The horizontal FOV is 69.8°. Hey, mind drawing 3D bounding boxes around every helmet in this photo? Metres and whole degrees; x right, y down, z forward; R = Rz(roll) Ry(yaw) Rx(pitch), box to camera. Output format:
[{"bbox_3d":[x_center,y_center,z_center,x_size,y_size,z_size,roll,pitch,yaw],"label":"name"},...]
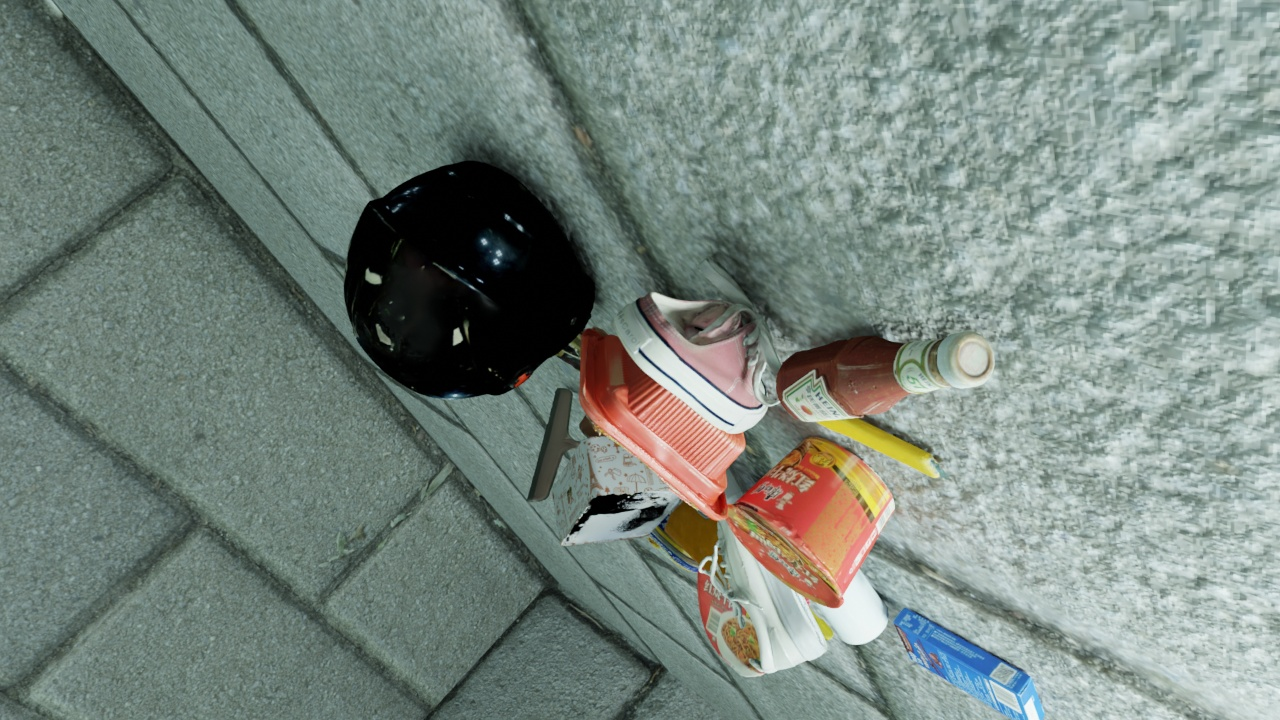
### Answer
[{"bbox_3d":[-0.198,-0.073,0.966,0.233,0.229,0.275,39,122,17],"label":"helmet"}]

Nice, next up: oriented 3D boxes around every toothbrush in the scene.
[{"bbox_3d":[0.163,0.256,1.099,0.190,0.015,0.017,50,134,22],"label":"toothbrush"}]

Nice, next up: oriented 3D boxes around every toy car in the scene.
[{"bbox_3d":[-0.097,-0.030,1.144,0.158,0.042,0.070,43,162,-4],"label":"toy car"}]

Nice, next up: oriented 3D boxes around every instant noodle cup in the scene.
[{"bbox_3d":[0.153,0.307,1.194,0.065,0.194,0.194,3,-174,-33],"label":"instant noodle cup"},{"bbox_3d":[0.165,0.148,0.866,0.138,0.108,0.138,39,161,16],"label":"instant noodle cup"},{"bbox_3d":[0.027,0.041,0.853,0.189,0.079,0.164,40,-160,-23],"label":"instant noodle cup"}]

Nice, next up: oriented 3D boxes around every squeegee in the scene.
[{"bbox_3d":[-0.023,0.155,1.310,0.249,0.247,0.040,28,123,-14],"label":"squeegee"}]

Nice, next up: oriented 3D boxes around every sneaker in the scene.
[{"bbox_3d":[0.122,0.240,1.056,0.089,0.091,0.242,42,-159,-57],"label":"sneaker"},{"bbox_3d":[0.068,-0.008,0.761,0.241,0.088,0.118,31,-155,-58],"label":"sneaker"}]

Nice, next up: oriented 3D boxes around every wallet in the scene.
[{"bbox_3d":[0.092,0.214,1.192,0.035,0.119,0.131,0,-151,-42],"label":"wallet"}]

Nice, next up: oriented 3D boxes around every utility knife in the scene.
[{"bbox_3d":[0.189,0.060,0.774,0.165,0.015,0.033,28,162,37],"label":"utility knife"}]

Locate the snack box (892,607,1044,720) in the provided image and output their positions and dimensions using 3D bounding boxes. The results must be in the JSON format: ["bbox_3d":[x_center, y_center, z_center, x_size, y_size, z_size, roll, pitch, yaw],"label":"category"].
[{"bbox_3d":[0.356,0.334,1.000,0.157,0.026,0.084,23,152,48],"label":"snack box"}]

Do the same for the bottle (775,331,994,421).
[{"bbox_3d":[0.165,0.010,0.644,0.060,0.059,0.206,47,162,-9],"label":"bottle"}]

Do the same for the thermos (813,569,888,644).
[{"bbox_3d":[0.199,0.225,1.025,0.224,0.073,0.073,53,160,-24],"label":"thermos"}]

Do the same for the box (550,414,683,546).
[{"bbox_3d":[-0.026,0.115,1.162,0.183,0.153,0.180,123,139,-54],"label":"box"}]

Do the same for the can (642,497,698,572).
[{"bbox_3d":[0.056,0.259,1.395,0.148,0.074,0.049,42,158,4],"label":"can"}]

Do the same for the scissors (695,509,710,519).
[{"bbox_3d":[0.048,0.137,1.193,0.175,0.014,0.160,62,149,15],"label":"scissors"}]
